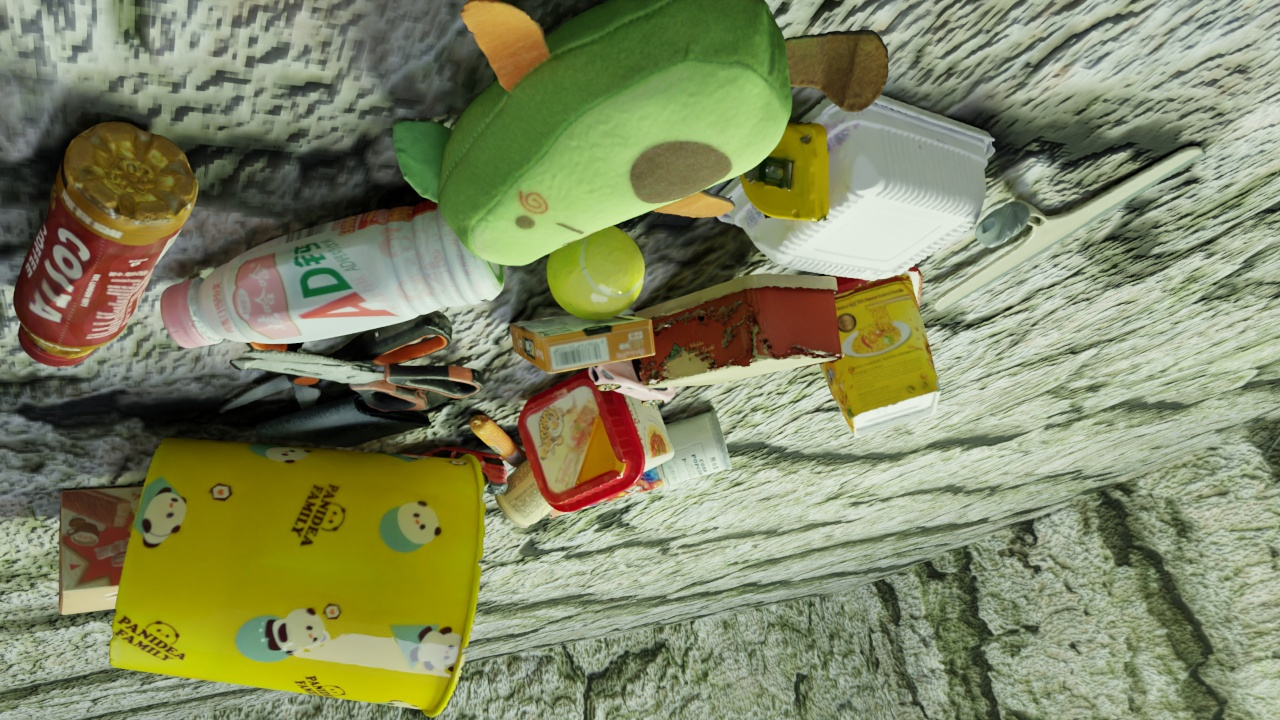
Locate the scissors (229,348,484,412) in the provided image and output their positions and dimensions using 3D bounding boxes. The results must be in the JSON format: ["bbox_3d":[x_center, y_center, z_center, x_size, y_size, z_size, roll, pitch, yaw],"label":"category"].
[{"bbox_3d":[-0.212,0.016,0.686,0.206,0.015,0.195,-4,164,-23],"label":"scissors"}]

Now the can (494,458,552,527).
[{"bbox_3d":[-0.096,0.122,0.974,0.116,0.058,0.058,-40,151,14],"label":"can"}]

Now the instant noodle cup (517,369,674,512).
[{"bbox_3d":[-0.036,0.075,0.884,0.117,0.116,0.124,-27,167,26],"label":"instant noodle cup"}]

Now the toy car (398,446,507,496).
[{"bbox_3d":[-0.195,0.113,0.940,0.120,0.045,0.053,7,159,-11],"label":"toy car"}]

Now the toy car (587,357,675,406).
[{"bbox_3d":[-0.005,0.005,0.794,0.037,0.056,0.122,-22,157,27],"label":"toy car"}]

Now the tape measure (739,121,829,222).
[{"bbox_3d":[0.087,-0.115,0.560,0.057,0.060,0.028,13,-154,38],"label":"tape measure"}]

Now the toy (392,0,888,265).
[{"bbox_3d":[-0.003,-0.121,0.455,0.247,0.090,0.227,-28,148,22],"label":"toy"}]

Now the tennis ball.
[{"bbox_3d":[-0.030,-0.059,0.614,0.065,0.065,0.065,-13,158,-5],"label":"tennis ball"}]

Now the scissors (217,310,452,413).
[{"bbox_3d":[-0.244,-0.003,0.678,0.221,0.021,0.224,-13,160,8],"label":"scissors"}]

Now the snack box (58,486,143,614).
[{"bbox_3d":[-0.479,0.173,0.843,0.092,0.094,0.077,1,152,-34],"label":"snack box"}]

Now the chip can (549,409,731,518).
[{"bbox_3d":[-0.009,0.117,1.039,0.215,0.071,0.071,-16,158,4],"label":"chip can"}]

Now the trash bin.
[{"bbox_3d":[-0.285,0.175,0.778,0.255,0.229,0.230,11,149,-21],"label":"trash bin"}]

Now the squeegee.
[{"bbox_3d":[0.293,-0.106,0.707,0.247,0.039,0.246,-35,167,33],"label":"squeegee"}]

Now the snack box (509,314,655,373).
[{"bbox_3d":[-0.046,-0.016,0.665,0.075,0.026,0.154,-9,-172,-15],"label":"snack box"}]

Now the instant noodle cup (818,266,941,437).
[{"bbox_3d":[0.203,-0.008,0.805,0.116,0.123,0.116,-17,158,8],"label":"instant noodle cup"}]

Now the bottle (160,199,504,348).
[{"bbox_3d":[-0.184,-0.047,0.548,0.197,0.068,0.068,-14,158,3],"label":"bottle"}]

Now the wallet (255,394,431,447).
[{"bbox_3d":[-0.253,0.056,0.794,0.097,0.019,0.120,-14,165,16],"label":"wallet"}]

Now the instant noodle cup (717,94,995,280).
[{"bbox_3d":[0.154,-0.106,0.628,0.173,0.060,0.138,5,151,-37],"label":"instant noodle cup"}]

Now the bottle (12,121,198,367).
[{"bbox_3d":[-0.288,-0.051,0.482,0.057,0.057,0.175,6,149,-42],"label":"bottle"}]

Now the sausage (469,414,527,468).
[{"bbox_3d":[-0.143,0.084,0.940,0.021,0.021,0.165,-16,157,2],"label":"sausage"}]

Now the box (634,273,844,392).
[{"bbox_3d":[0.070,-0.011,0.709,0.091,0.079,0.169,-1,173,-31],"label":"box"}]
